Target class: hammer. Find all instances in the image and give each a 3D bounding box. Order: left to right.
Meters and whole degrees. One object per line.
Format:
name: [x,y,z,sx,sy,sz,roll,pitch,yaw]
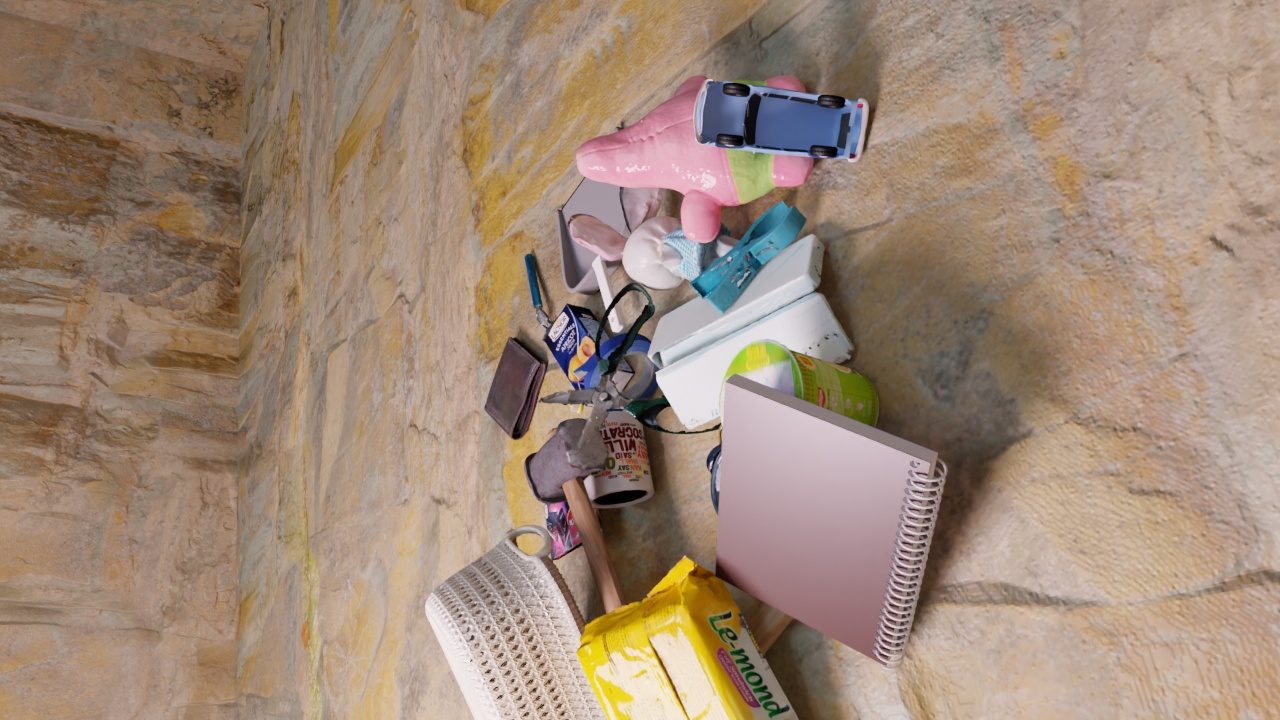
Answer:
hammer: [-0.037,0.217,0.930,0.098,0.052,0.328,-45,59,43]
hammer: [0.091,0.280,0.852,0.324,0.051,0.117,-60,44,26]

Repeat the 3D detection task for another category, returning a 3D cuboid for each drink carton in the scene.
drink carton: [-0.064,-0.007,1.110,0.064,0.040,0.130,-55,47,22]

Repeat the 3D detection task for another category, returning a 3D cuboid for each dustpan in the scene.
dustpan: [-0.047,-0.142,1.127,0.164,0.033,0.257,-46,49,41]

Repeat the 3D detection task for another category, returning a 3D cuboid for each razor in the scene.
razor: [-0.142,-0.093,1.264,0.042,0.022,0.143,-49,47,37]

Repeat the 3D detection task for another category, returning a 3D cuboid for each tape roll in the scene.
tape roll: [-0.018,0.014,1.010,0.091,0.093,0.016,-39,43,-2]

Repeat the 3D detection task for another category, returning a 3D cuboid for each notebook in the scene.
notebook: [0.137,0.128,0.710,0.172,0.022,0.209,22,130,30]

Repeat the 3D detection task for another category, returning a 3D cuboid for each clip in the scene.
clip: [0.106,-0.095,0.850,0.126,0.028,0.113,-48,26,-5]

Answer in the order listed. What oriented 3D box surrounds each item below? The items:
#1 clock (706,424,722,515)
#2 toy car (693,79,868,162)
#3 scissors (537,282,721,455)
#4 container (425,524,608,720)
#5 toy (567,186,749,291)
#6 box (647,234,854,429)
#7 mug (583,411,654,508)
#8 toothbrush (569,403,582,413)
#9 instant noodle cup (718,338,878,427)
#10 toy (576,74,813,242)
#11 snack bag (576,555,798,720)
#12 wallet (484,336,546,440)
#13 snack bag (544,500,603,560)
clock: [0.105,0.105,0.858,0.090,0.052,0.129,-51,42,37]
toy car: [0.122,-0.211,0.812,0.054,0.153,0.056,-104,20,-77]
scissors: [-0.006,0.005,0.954,0.015,0.202,0.203,75,-166,-68]
container: [-0.120,0.315,0.972,0.185,0.142,0.246,11,123,63]
toy: [0.041,-0.117,0.973,0.205,0.130,0.106,24,148,35]
box: [0.099,-0.025,0.869,0.198,0.075,0.125,-28,81,37]
mug: [-0.031,0.118,1.036,0.105,0.073,0.089,110,152,-64]
toothbrush: [-0.083,0.000,1.169,0.021,0.016,0.135,-15,73,46]
instant noodle cup: [0.138,0.037,0.770,0.099,0.107,0.099,-13,74,53]
toy: [0.050,-0.207,0.904,0.237,0.097,0.191,-5,68,16]
snack bag: [0.045,0.313,0.805,0.160,0.068,0.247,-36,74,27]
wallet: [-0.176,0.038,1.286,0.099,0.031,0.120,35,111,49]
snack bag: [-0.083,0.191,1.113,0.156,0.018,0.074,-43,52,55]
